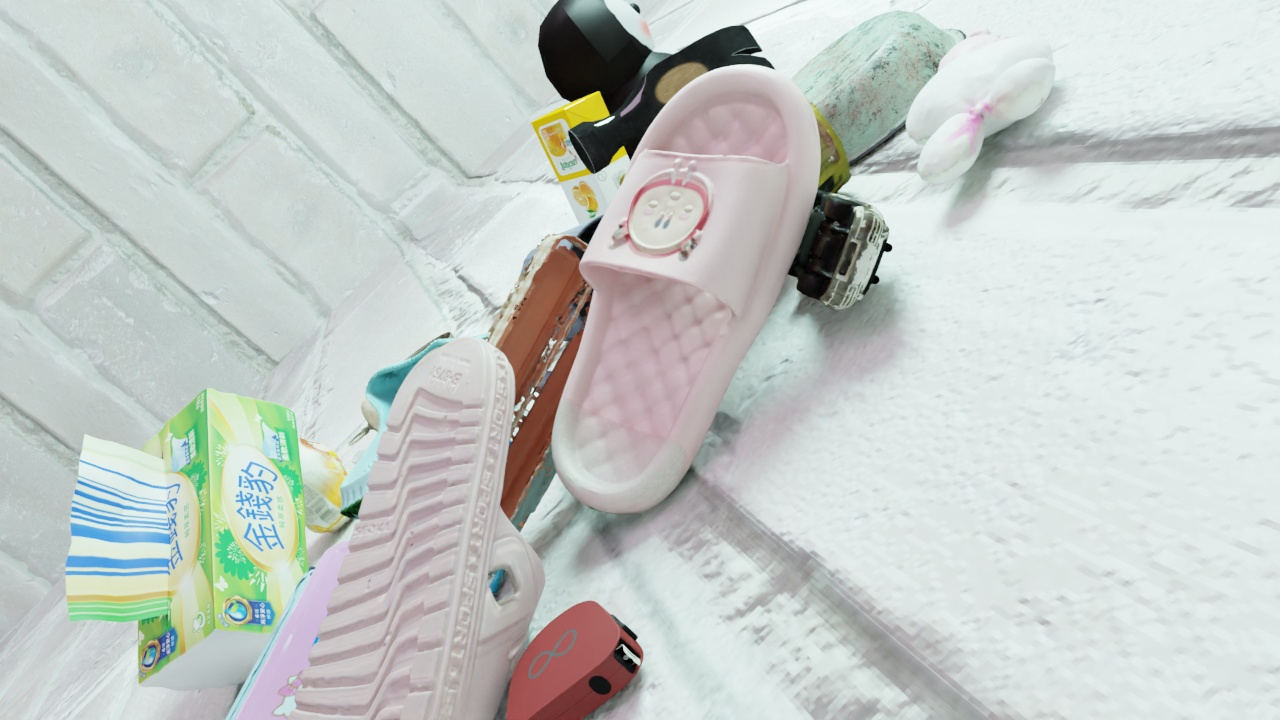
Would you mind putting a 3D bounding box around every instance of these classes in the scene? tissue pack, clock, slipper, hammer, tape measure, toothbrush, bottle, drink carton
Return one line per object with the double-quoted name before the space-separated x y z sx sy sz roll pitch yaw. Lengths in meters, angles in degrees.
"tissue pack" -0.327 0.122 0.649 0.120 0.141 0.197 -40 54 22
"clock" -0.209 0.033 0.841 0.140 0.054 0.093 -44 18 -20
"slipper" 0.011 -0.035 0.436 0.107 0.055 0.221 20 91 39
"hammer" 0.013 -0.136 0.638 0.132 0.040 0.305 -33 -2 -6
"slipper" -0.088 0.102 0.412 0.094 0.064 0.238 -18 52 35
"tape measure" -0.024 0.118 0.359 0.059 0.019 0.051 -40 17 12
"toothbrush" -0.233 0.092 0.829 0.016 0.014 0.167 -53 22 -23
"bottle" -0.290 0.097 0.786 0.063 0.109 0.063 -40 16 14
"slipper" -0.152 0.022 0.686 0.116 0.069 0.275 -28 14 22
"drink carton" -0.041 -0.166 0.808 0.040 0.122 0.059 -36 21 -29

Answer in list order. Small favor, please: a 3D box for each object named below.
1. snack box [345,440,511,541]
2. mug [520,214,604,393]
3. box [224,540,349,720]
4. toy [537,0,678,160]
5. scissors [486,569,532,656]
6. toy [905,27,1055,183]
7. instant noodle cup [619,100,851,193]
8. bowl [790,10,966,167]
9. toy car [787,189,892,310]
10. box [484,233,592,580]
"snack box" -0.148 0.102 0.623 0.150 0.026 0.081 -27 25 42
"mug" -0.035 -0.032 0.615 0.104 0.083 0.124 2 76 64
"box" -0.186 0.187 0.485 0.140 0.062 0.213 -39 20 22
"toy" -0.019 -0.246 0.836 0.159 0.184 0.139 -14 36 54
"scissors" -0.096 0.138 0.469 0.113 0.013 0.140 -43 22 2
"toy" 0.169 -0.133 0.458 0.076 0.037 0.125 -37 18 30
"instant noodle cup" 0.058 -0.097 0.532 0.108 0.102 0.102 -38 19 -10
"bowl" 0.136 -0.179 0.612 0.158 0.038 0.157 -38 21 17
"toy car" 0.096 -0.054 0.437 0.112 0.040 0.048 -83 12 -75
"box" -0.064 0.020 0.490 0.076 0.054 0.187 23 80 24
